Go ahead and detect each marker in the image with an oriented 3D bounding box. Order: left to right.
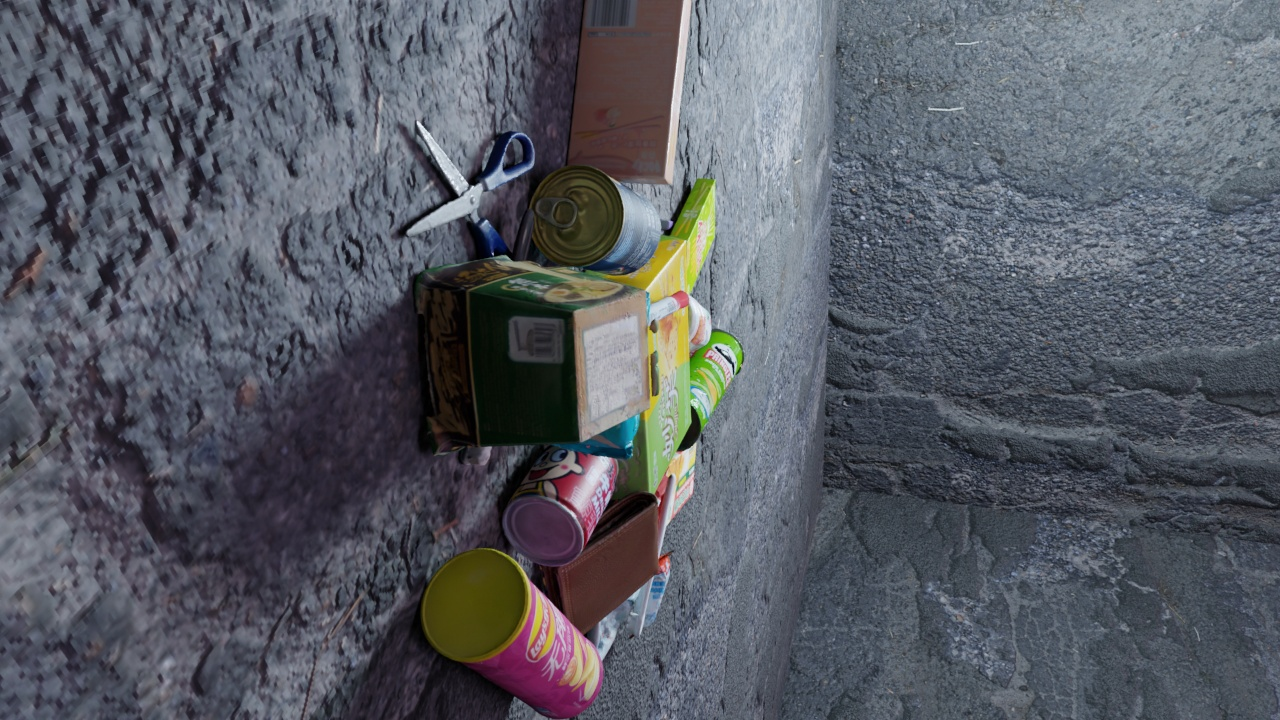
[{"bbox_3d":[0.013,-0.040,0.756,0.145,0.017,0.017,-31,125,-67],"label":"marker"}]

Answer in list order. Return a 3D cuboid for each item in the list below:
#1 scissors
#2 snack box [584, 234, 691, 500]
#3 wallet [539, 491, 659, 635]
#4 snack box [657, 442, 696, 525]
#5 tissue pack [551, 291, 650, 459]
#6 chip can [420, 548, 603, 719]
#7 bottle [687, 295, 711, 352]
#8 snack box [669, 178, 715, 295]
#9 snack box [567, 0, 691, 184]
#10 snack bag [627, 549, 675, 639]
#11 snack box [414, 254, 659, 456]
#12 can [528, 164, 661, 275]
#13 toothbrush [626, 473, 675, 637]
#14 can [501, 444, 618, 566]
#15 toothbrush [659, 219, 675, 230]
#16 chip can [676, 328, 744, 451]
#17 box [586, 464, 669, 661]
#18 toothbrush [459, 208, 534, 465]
[{"bbox_3d":[-0.104,-0.101,0.596,0.174,0.012,0.162,78,25,-45],"label":"scissors"},{"bbox_3d":[-0.005,0.005,0.860,0.157,0.070,0.210,-56,147,-58],"label":"snack box"},{"bbox_3d":[-0.031,0.182,0.813,0.124,0.032,0.101,-31,133,-33],"label":"wallet"},{"bbox_3d":[0.036,0.148,1.121,0.155,0.027,0.077,-30,125,-70],"label":"snack box"},{"bbox_3d":[-0.045,0.006,0.675,0.050,0.093,0.134,-70,166,-70],"label":"tissue pack"},{"bbox_3d":[-0.083,0.204,0.659,0.211,0.071,0.071,69,31,-57],"label":"chip can"},{"bbox_3d":[0.045,-0.040,1.032,0.196,0.068,0.068,9,87,-77],"label":"bottle"},{"bbox_3d":[0.063,-0.147,1.109,0.156,0.026,0.086,-65,159,-49],"label":"snack box"},{"bbox_3d":[-0.009,-0.224,0.749,0.026,0.084,0.157,11,85,-76],"label":"snack box"},{"bbox_3d":[0.011,0.253,0.995,0.048,0.026,0.104,1,107,-69],"label":"snack bag"},{"bbox_3d":[-0.059,-0.003,0.566,0.117,0.106,0.118,-23,114,-54],"label":"snack box"},{"bbox_3d":[-0.032,-0.107,0.724,0.111,0.075,0.075,-6,101,-74],"label":"can"},{"bbox_3d":[0.012,0.203,0.956,0.016,0.016,0.180,-30,134,-78],"label":"toothbrush"},{"bbox_3d":[-0.060,0.105,0.715,0.093,0.066,0.067,-58,149,-56],"label":"can"},{"bbox_3d":[0.019,-0.147,0.993,0.188,0.017,0.014,-25,123,-73],"label":"toothbrush"},{"bbox_3d":[0.069,0.031,1.120,0.235,0.072,0.072,-49,141,-63],"label":"chip can"},{"bbox_3d":[-0.016,0.204,0.956,0.200,0.039,0.158,-42,147,-67],"label":"box"},{"bbox_3d":[-0.094,-0.017,0.624,0.015,0.018,0.181,26,74,-65],"label":"toothbrush"}]
